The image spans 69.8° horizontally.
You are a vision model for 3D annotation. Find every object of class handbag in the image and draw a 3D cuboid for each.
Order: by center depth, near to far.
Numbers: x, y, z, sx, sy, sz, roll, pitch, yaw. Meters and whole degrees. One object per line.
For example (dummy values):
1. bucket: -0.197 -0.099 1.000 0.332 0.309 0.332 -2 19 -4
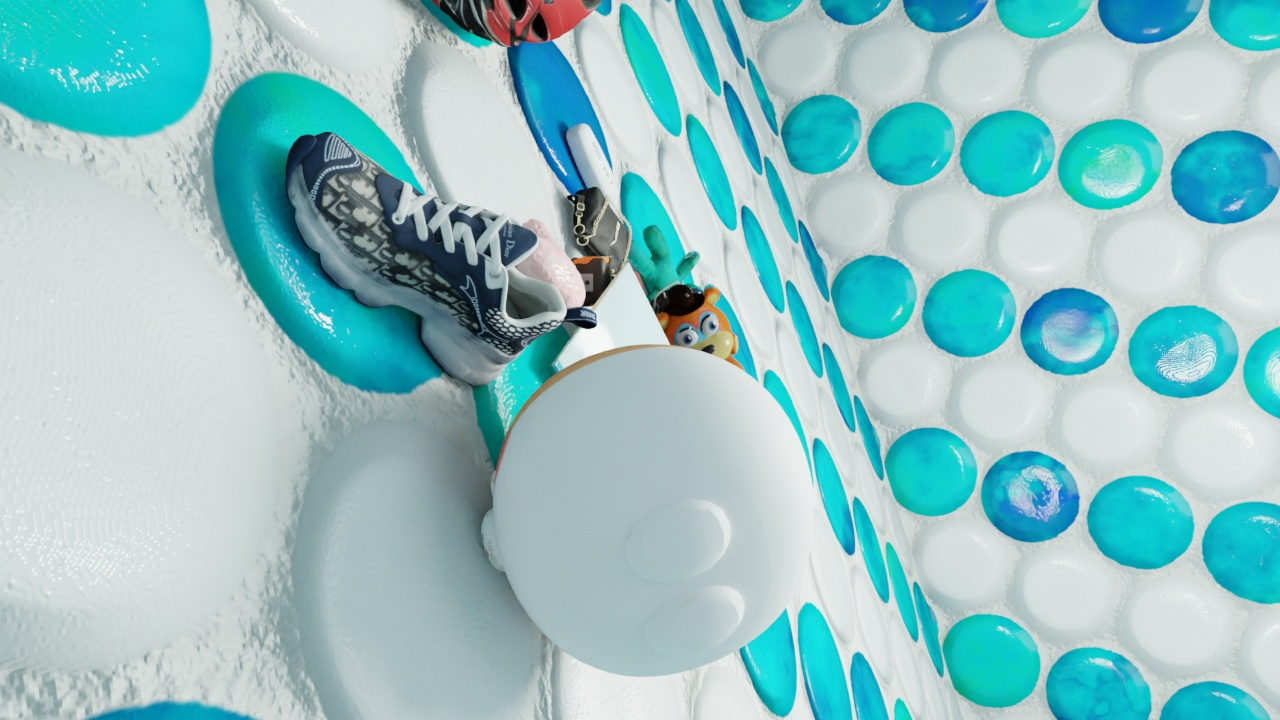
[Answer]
1. handbag: -0.051 -0.155 1.154 0.128 0.054 0.079 51 39 -48

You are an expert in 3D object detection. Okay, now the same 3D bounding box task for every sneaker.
1. sneaker: -0.147 -0.087 0.716 0.269 0.133 0.103 49 32 -43

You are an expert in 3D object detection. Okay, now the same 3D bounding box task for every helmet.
1. helmet: -0.153 -0.430 0.948 0.217 0.167 0.271 58 14 5

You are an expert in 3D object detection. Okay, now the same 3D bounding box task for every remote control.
1. remote control: -0.064 -0.261 1.230 0.114 0.028 0.060 63 22 -20

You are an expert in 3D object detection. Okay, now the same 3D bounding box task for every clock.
1. clock: 0.042 -0.057 1.243 0.044 0.091 0.123 33 -26 48

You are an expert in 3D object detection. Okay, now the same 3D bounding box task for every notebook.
1. notebook: -0.002 0.043 1.040 0.180 0.009 0.253 -57 132 -39

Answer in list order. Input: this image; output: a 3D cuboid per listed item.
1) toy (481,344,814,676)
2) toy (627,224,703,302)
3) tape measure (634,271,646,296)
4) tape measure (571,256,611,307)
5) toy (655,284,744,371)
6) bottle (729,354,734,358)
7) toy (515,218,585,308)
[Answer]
1. toy: -0.001 0.113 0.760 0.280 0.265 0.263 -131 -154 -63
2. toy: 0.040 -0.100 1.306 0.130 0.072 0.193 -42 115 -26
3. tape measure: -0.014 -0.090 1.221 0.058 0.019 0.051 -20 93 -64
4. tape measure: -0.063 -0.090 1.037 0.038 0.059 0.058 -18 111 -69
5. toy: 0.070 -0.023 1.195 0.176 0.112 0.096 64 -10 -27
6. bottle: 0.096 0.024 1.327 0.071 0.072 0.206 61 23 -25
7. toy: -0.098 -0.102 0.978 0.108 0.053 0.105 51 17 -42
